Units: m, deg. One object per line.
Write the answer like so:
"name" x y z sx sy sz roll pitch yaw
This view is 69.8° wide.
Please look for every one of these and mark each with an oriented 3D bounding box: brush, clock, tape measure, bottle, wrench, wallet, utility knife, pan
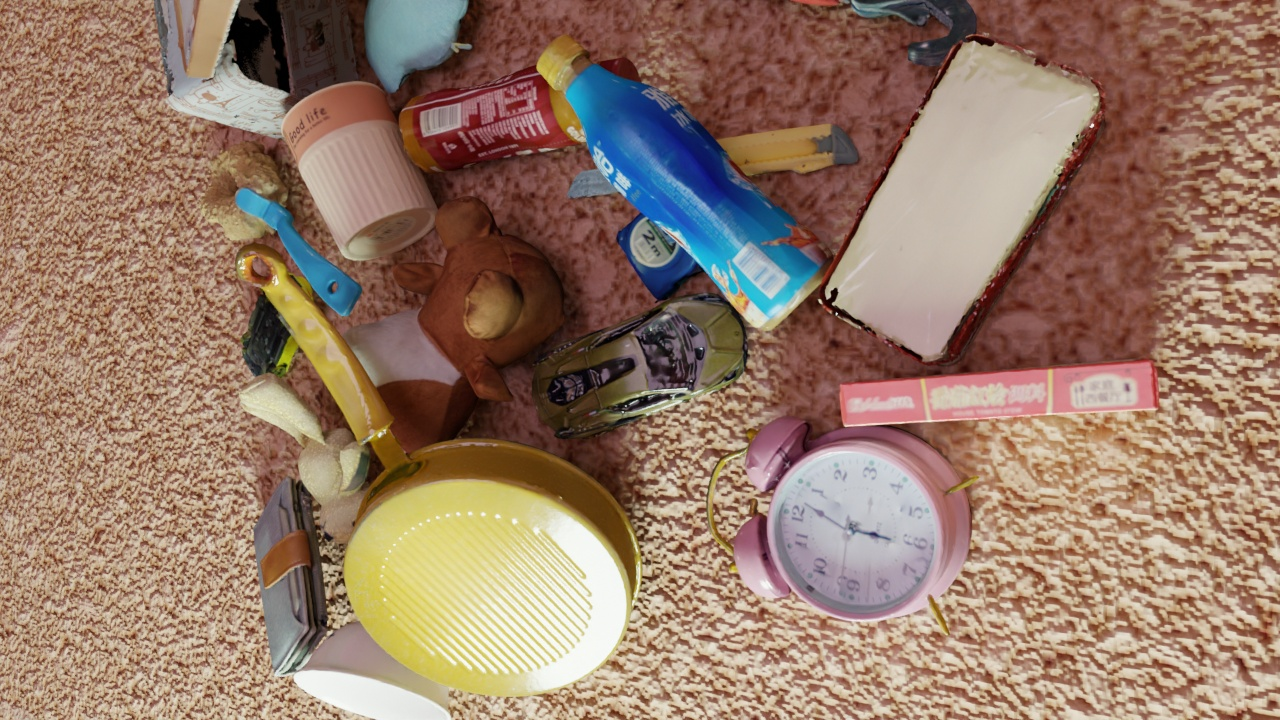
"brush" -0.282 -0.102 0.717 0.255 0.045 0.083 38 100 39
"clock" 0.114 0.094 0.550 0.159 0.059 0.117 10 95 27
"tape measure" 0.017 -0.075 0.612 0.055 0.025 0.058 -37 80 20
"bottle" -0.084 -0.172 0.641 0.175 0.057 0.057 -5 89 26
"wrench" 0.079 -0.238 0.575 0.273 0.016 0.056 26 72 25
"bottle" 0.022 -0.113 0.562 0.218 0.065 0.065 45 109 4
"wallet" -0.282 0.170 0.726 0.107 0.037 0.129 -50 51 42
"utility knife" 0.041 -0.129 0.608 0.205 0.021 0.031 -4 84 31
"pan" -0.144 0.077 0.599 0.198 0.078 0.357 -31 112 20

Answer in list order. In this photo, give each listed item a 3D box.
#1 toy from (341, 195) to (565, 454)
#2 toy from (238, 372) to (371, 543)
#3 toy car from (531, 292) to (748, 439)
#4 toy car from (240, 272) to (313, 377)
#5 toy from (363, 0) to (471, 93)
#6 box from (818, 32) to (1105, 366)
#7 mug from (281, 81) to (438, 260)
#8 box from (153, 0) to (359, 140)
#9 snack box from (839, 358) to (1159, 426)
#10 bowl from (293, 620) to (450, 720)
"toy" -0.146 -0.006 0.644 0.200 0.130 0.140 -50 42 29
"toy" -0.250 0.077 0.710 0.157 0.066 0.105 53 141 -7
"toy car" -0.004 0.004 0.617 0.158 0.042 0.070 -22 82 22
"toy car" -0.301 -0.027 0.766 0.048 0.032 0.105 45 121 18
"toy" -0.173 -0.286 0.686 0.156 0.049 0.162 39 109 27
"box" 0.176 -0.084 0.506 0.091 0.076 0.168 33 106 22
"mug" -0.216 -0.134 0.700 0.115 0.081 0.106 -36 78 51
"box" -0.291 -0.277 0.645 0.134 0.271 0.179 -10 85 -4
"snack box" 0.193 0.018 0.500 0.153 0.075 0.025 -6 88 26
"bowl" -0.191 0.226 0.693 0.118 0.118 0.064 -7 49 26
